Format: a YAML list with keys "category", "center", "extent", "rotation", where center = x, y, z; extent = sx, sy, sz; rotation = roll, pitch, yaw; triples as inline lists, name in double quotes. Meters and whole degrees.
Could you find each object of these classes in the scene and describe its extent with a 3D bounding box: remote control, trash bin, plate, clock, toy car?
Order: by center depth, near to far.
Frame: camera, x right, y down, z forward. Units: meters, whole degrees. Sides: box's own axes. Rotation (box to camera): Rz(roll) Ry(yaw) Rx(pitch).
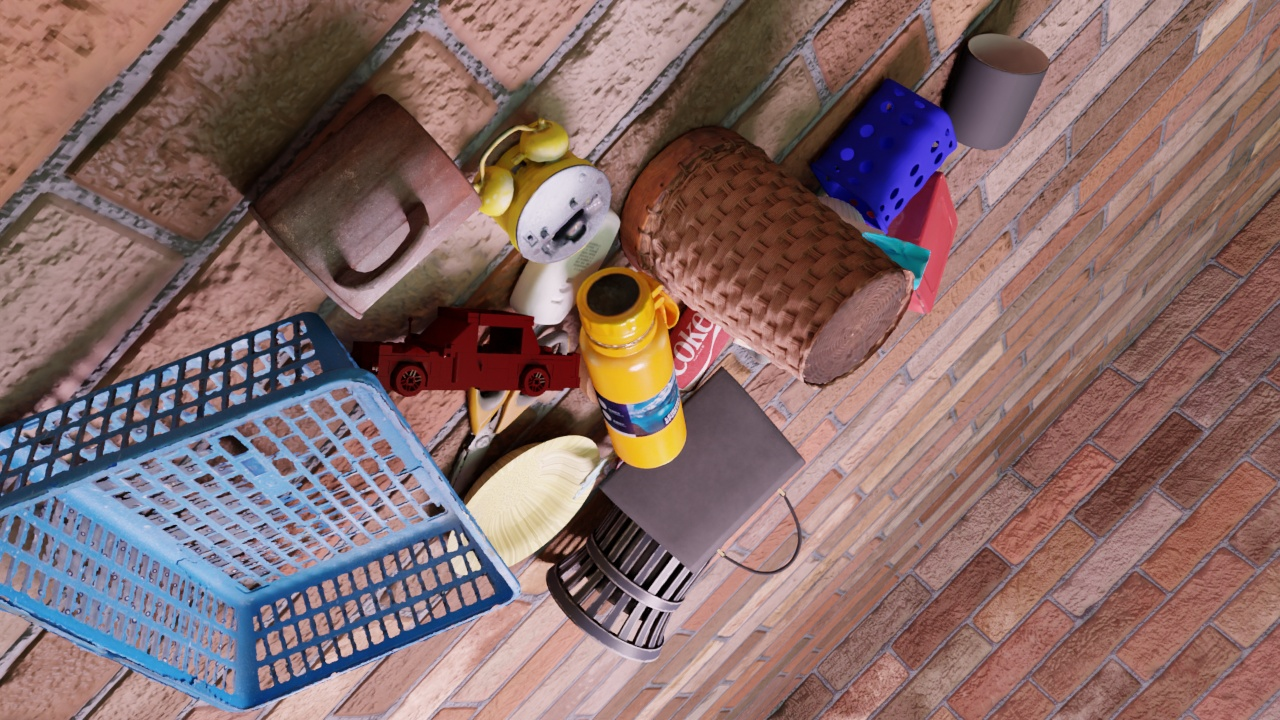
- category: "clock"
  center: [-0.072, -0.122, 0.654]
  extent: [0.083, 0.057, 0.119]
  rotation: [-44, 150, -1]
- category: "toy car"
  center: [-0.130, -0.007, 0.695]
  extent: [0.169, 0.070, 0.062]
  rotation: [2, 96, -36]
- category: "remote control"
  center: [-0.061, -0.080, 0.747]
  extent: [0.060, 0.028, 0.114]
  rotation: [6, 123, -53]
- category: "trash bin"
  center: [0.103, -0.079, 0.769]
  extent: [0.151, 0.210, 0.151]
  rotation: [-31, 147, -23]
- category: "plate"
  center: [-0.124, 0.136, 0.923]
  extent: [0.184, 0.036, 0.185]
  rotation: [-33, 148, -24]
- category: "trash bin"
  center: [0.022, 0.208, 1.075]
  extent: [0.227, 0.164, 0.164]
  rotation: [-54, 149, 8]

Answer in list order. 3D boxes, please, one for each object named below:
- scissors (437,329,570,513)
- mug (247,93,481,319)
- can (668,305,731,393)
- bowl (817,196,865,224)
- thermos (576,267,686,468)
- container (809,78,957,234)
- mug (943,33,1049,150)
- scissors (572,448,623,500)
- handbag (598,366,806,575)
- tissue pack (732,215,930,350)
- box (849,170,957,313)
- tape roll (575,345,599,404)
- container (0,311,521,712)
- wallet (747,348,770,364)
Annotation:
- category: "scissors"
  center: [-0.146, 0.060, 0.827]
  extent: [0.113, 0.016, 0.229]
  rotation: [5, 125, -52]
- category: "mug"
  center: [-0.153, -0.085, 0.537]
  extent: [0.110, 0.123, 0.096]
  rotation: [-47, 136, -2]
- category: "can"
  center: [0.056, -0.018, 0.942]
  extent: [0.054, 0.054, 0.097]
  rotation: [4, 125, -53]
- category: "bowl"
  center: [0.182, -0.116, 0.932]
  extent: [0.115, 0.115, 0.062]
  rotation: [88, 10, -51]
- category: "thermos"
  center: [-0.005, 0.005, 0.824]
  extent: [0.233, 0.076, 0.091]
  rotation: [76, 26, -55]
- category: "container"
  center: [0.245, -0.204, 0.918]
  extent: [0.113, 0.085, 0.084]
  rotation: [-50, 150, 5]
- category: "mug"
  center: [0.380, -0.295, 0.989]
  extent: [0.095, 0.085, 0.121]
  rotation: [99, 16, -46]
- category: "scissors"
  center: [-0.024, 0.087, 0.951]
  extent: [0.101, 0.016, 0.178]
  rotation: [-62, 168, 22]
- category: "handbag"
  center: [0.089, 0.139, 0.956]
  extent: [0.175, 0.196, 0.072]
  rotation: [-44, 175, -3]
- category: "tissue pack"
  center: [0.176, -0.059, 0.904]
  extent: [0.210, 0.117, 0.065]
  rotation: [126, -18, -51]
- category: "box"
  center: [0.294, -0.138, 1.023]
  extent: [0.137, 0.126, 0.157]
  rotation: [-54, 149, 5]
- category: "tape roll"
  center: [-0.022, -0.002, 0.890]
  extent: [0.093, 0.027, 0.094]
  rotation: [-31, 147, -23]
- category: "container"
  center: [-0.253, 0.118, 0.642]
  extent: [0.257, 0.089, 0.363]
  rotation: [-21, 146, -5]
- category: "wallet"
  center: [0.165, -0.059, 1.035]
  extent: [0.100, 0.054, 0.132]
  rotation: [-36, 154, -15]
